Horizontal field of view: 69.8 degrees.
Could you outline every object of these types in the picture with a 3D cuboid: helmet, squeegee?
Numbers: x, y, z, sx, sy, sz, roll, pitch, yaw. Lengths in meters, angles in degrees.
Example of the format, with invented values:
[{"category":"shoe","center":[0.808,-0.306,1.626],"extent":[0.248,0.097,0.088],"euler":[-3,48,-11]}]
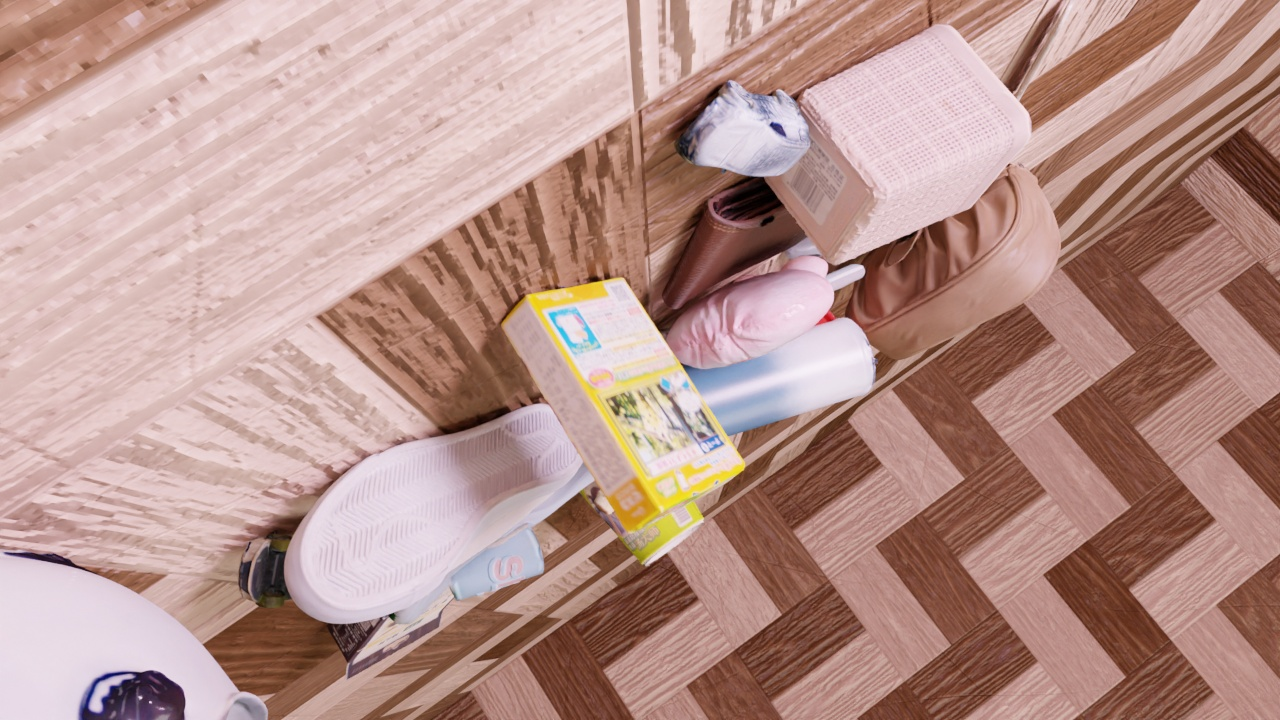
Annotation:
[{"category":"helmet","center":[-0.272,0.149,0.313],"extent":[0.229,0.146,0.258],"euler":[-40,173,20]},{"category":"squeegee","center":[0.227,-0.145,0.745],"extent":[0.246,0.039,0.246],"euler":[-35,166,-2]}]

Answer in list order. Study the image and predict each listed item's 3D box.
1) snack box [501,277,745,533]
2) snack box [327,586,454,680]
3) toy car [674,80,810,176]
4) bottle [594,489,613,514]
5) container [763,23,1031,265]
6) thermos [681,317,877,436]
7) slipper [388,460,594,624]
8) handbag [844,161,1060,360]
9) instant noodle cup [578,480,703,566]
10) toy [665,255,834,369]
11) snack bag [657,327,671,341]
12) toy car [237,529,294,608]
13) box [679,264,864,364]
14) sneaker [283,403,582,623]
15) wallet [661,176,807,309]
[{"category":"snack box","center":[-0.008,0.020,0.521],"extent":[0.086,0.140,0.034],"euler":[-18,159,-51]},{"category":"snack box","center":[-0.223,0.229,0.859],"extent":[0.113,0.053,0.126],"euler":[-20,159,-47]},{"category":"toy car","center":[0.054,-0.113,0.464],"extent":[0.043,0.034,0.090],"euler":[-41,164,32]},{"category":"bottle","center":[0.011,0.074,0.817],"extent":[0.149,0.067,0.067],"euler":[-51,168,-11]},{"category":"container","center":[0.142,-0.122,0.532],"extent":[0.110,0.090,0.090],"euler":[-27,163,-22]},{"category":"thermos","center":[0.066,0.023,0.692],"extent":[0.220,0.070,0.070],"euler":[-15,160,-15]},{"category":"slipper","center":[-0.099,0.134,0.753],"extent":[0.245,0.074,0.104],"euler":[-35,-168,-17]},{"category":"handbag","center":[0.274,-0.092,0.837],"extent":[0.205,0.099,0.147],"euler":[-35,-153,50]},{"category":"instant noodle cup","center":[0.000,0.142,0.956],"extent":[0.111,0.123,0.112],"euler":[-34,166,-10]},{"category":"toy","center":[0.085,-0.038,0.658],"extent":[0.121,0.054,0.159],"euler":[-17,-167,29]},{"category":"snack bag","center":[-0.004,0.004,0.710],"extent":[0.104,0.026,0.048],"euler":[-37,179,7]},{"category":"toy car","center":[-0.217,0.126,0.572],"extent":[0.035,0.042,0.090],"euler":[6,178,17]},{"category":"box","center":[0.120,-0.018,0.791],"extent":[0.200,0.095,0.102],"euler":[-25,164,-35]},{"category":"sneaker","center":[-0.139,0.102,0.605],"extent":[0.091,0.089,0.241],"euler":[-41,172,35]},{"category":"wallet","center":[0.077,-0.086,0.607],"extent":[0.124,0.032,0.101],"euler":[-27,166,-27]}]
